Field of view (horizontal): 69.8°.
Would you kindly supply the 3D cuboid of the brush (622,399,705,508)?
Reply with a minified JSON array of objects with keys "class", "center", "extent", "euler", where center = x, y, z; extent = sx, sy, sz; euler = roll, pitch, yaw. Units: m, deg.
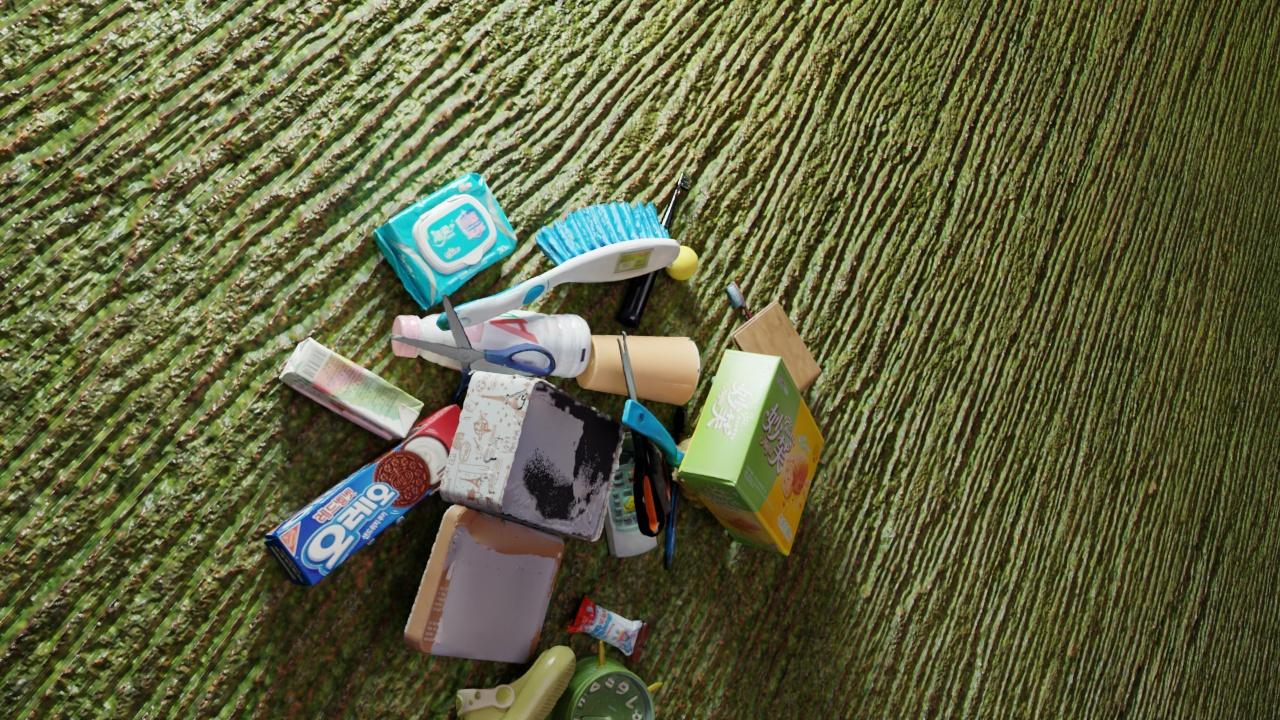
[{"class":"brush","center":[0.038,0.095,0.977],"extent":[0.254,0.046,0.083],"euler":[45,52,-59]}]

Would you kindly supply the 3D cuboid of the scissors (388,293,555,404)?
[{"class":"scissors","center":[-0.159,0.002,0.889],"extent":[0.174,0.163,0.012],"euler":[-2,40,-23]}]

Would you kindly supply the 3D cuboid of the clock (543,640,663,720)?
[{"class":"clock","center":[-0.049,0.380,0.940],"extent":[0.116,0.056,0.161],"euler":[40,64,-21]}]

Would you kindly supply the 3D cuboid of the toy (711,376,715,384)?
[{"class":"toy","center":[0.112,0.073,1.108],"extent":[0.096,0.030,0.091],"euler":[23,76,-36]}]

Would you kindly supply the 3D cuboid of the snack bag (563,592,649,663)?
[{"class":"snack bag","center":[-0.035,0.286,0.982],"extent":[0.105,0.026,0.045],"euler":[33,63,-27]}]

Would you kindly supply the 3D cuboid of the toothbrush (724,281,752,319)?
[{"class":"toothbrush","center":[0.154,-0.013,1.155],"extent":[0.017,0.016,0.187],"euler":[-32,100,-24]}]

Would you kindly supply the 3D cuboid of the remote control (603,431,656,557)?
[{"class":"remote control","center":[-0.018,0.148,1.017],"extent":[0.056,0.019,0.135],"euler":[-8,87,-34]}]

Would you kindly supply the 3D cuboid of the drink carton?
[{"class":"drink carton","center":[-0.269,0.030,0.853],"extent":[0.122,0.054,0.045],"euler":[35,67,-23]}]

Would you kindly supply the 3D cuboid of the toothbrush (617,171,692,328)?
[{"class":"toothbrush","center":[0.021,-0.135,1.081],"extent":[0.027,0.026,0.212],"euler":[22,69,-4]}]

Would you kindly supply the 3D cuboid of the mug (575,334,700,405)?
[{"class":"mug","center":[-0.006,0.006,1.016],"extent":[0.122,0.078,0.078],"euler":[7,79,-27]}]

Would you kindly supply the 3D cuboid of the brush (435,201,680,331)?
[{"class":"brush","center":[-0.086,-0.101,0.961],"extent":[0.313,0.061,0.109],"euler":[-14,53,-32]}]

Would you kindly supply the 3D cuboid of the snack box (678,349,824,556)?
[{"class":"snack box","center":[0.133,0.108,1.036],"extent":[0.210,0.070,0.157],"euler":[53,53,-50]}]

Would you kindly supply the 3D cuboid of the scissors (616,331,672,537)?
[{"class":"scissors","center":[0.000,0.085,0.968],"extent":[0.148,0.022,0.235],"euler":[-75,153,-43]}]

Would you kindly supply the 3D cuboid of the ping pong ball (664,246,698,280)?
[{"class":"ping pong ball","center":[0.048,-0.115,1.086],"extent":[0.040,0.040,0.040],"euler":[5,80,-32]}]

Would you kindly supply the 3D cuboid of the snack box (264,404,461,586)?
[{"class":"snack box","center":[-0.242,0.123,0.854],"extent":[0.207,0.057,0.058],"euler":[-39,104,-31]}]

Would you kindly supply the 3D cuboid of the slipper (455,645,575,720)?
[{"class":"slipper","center":[-0.141,0.345,0.882],"extent":[0.081,0.092,0.190],"euler":[34,71,19]}]

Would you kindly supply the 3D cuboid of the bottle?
[{"class":"bottle","center":[-0.150,-0.019,0.931],"extent":[0.196,0.068,0.068],"euler":[3,81,-30]}]

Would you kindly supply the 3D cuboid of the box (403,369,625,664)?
[{"class":"box","center":[-0.118,0.158,0.880],"extent":[0.176,0.082,0.259],"euler":[35,67,-55]}]

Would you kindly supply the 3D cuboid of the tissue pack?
[{"class":"tissue pack","center":[-0.196,-0.120,0.924],"extent":[0.133,0.050,0.093],"euler":[-41,106,-30]}]

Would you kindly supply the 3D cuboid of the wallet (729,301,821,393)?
[{"class":"wallet","center":[0.169,-0.005,1.141],"extent":[0.101,0.020,0.115],"euler":[-38,100,-38]}]

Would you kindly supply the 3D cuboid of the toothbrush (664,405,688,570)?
[{"class":"toothbrush","center":[0.041,0.146,1.060],"extent":[0.016,0.014,0.189],"euler":[20,71,-54]}]
